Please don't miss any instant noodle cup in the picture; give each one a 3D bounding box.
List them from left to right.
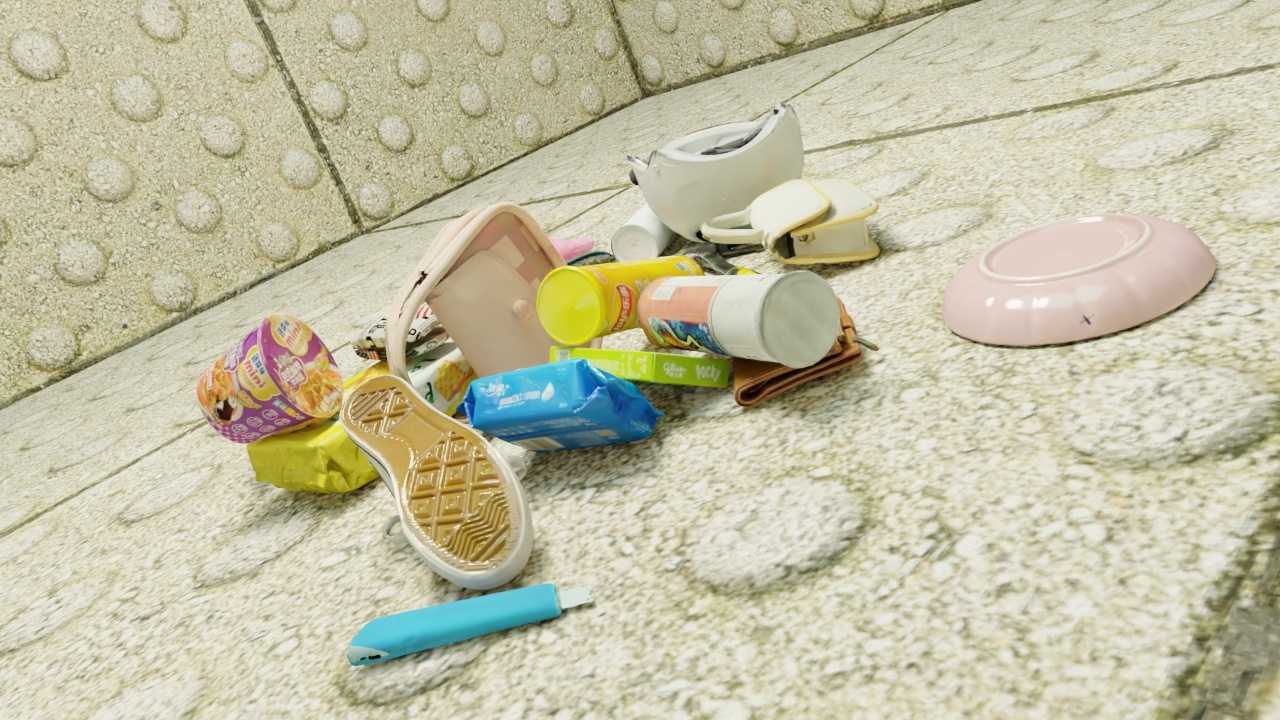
[{"bbox_3d":[-0.364,0.025,0.891,0.099,0.111,0.111,-27,18,12],"label":"instant noodle cup"}]

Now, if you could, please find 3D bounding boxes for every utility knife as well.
[{"bbox_3d":[-0.106,0.164,0.581,0.166,0.018,0.034,-15,23,12],"label":"utility knife"}]

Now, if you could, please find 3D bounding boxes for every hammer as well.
[{"bbox_3d":[0.112,-0.092,1.000,0.126,0.032,0.323,-25,19,-5],"label":"hammer"}]

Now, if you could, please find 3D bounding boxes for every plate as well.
[{"bbox_3d":[0.327,-0.072,0.705,0.192,0.039,0.192,-19,20,7],"label":"plate"}]

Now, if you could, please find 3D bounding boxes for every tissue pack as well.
[{"bbox_3d":[-0.064,0.037,0.751,0.157,0.095,0.052,-10,66,30],"label":"tissue pack"}]

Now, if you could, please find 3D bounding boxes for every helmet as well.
[{"bbox_3d":[0.110,-0.236,1.207,0.229,0.146,0.258,-20,15,-6],"label":"helmet"}]

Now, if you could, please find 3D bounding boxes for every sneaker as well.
[{"bbox_3d":[-0.149,0.098,0.702,0.118,0.088,0.241,-41,46,-15],"label":"sneaker"}]

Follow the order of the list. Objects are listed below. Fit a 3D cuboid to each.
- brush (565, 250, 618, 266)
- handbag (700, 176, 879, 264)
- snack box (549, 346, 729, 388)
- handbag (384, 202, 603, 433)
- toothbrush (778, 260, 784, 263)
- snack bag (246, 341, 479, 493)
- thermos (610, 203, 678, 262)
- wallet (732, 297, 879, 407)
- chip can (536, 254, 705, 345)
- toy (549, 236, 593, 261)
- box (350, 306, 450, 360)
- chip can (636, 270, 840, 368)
[{"bbox_3d":[-0.096,-0.103,1.211,0.143,0.055,0.073,-26,21,-9],"label":"brush"},{"bbox_3d":[0.156,-0.152,0.997,0.179,0.063,0.163,-7,22,0],"label":"handbag"},{"bbox_3d":[-0.005,0.005,0.816,0.085,0.026,0.157,5,0,-38],"label":"snack box"},{"bbox_3d":[-0.157,-0.026,0.903,0.094,0.193,0.233,-13,29,42],"label":"handbag"},{"bbox_3d":[0.208,-0.155,1.088,0.018,0.016,0.191,-16,17,46],"label":"toothbrush"},{"bbox_3d":[-0.277,0.058,0.963,0.158,0.068,0.245,-5,26,41],"label":"snack bag"},{"bbox_3d":[0.028,-0.200,1.317,0.073,0.073,0.223,-12,21,26],"label":"thermos"},{"bbox_3d":[0.132,-0.016,0.771,0.119,0.035,0.130,-19,19,13],"label":"wallet"},{"bbox_3d":[-0.012,-0.065,0.902,0.072,0.072,0.212,-9,5,31],"label":"chip can"},{"bbox_3d":[-0.174,-0.122,1.318,0.179,0.074,0.194,-5,28,49],"label":"toy"},{"bbox_3d":[-0.268,-0.034,1.010,0.074,0.064,0.165,-14,7,-43],"label":"box"},{"bbox_3d":[0.071,-0.038,0.763,0.071,0.071,0.215,-29,16,-20],"label":"chip can"}]
